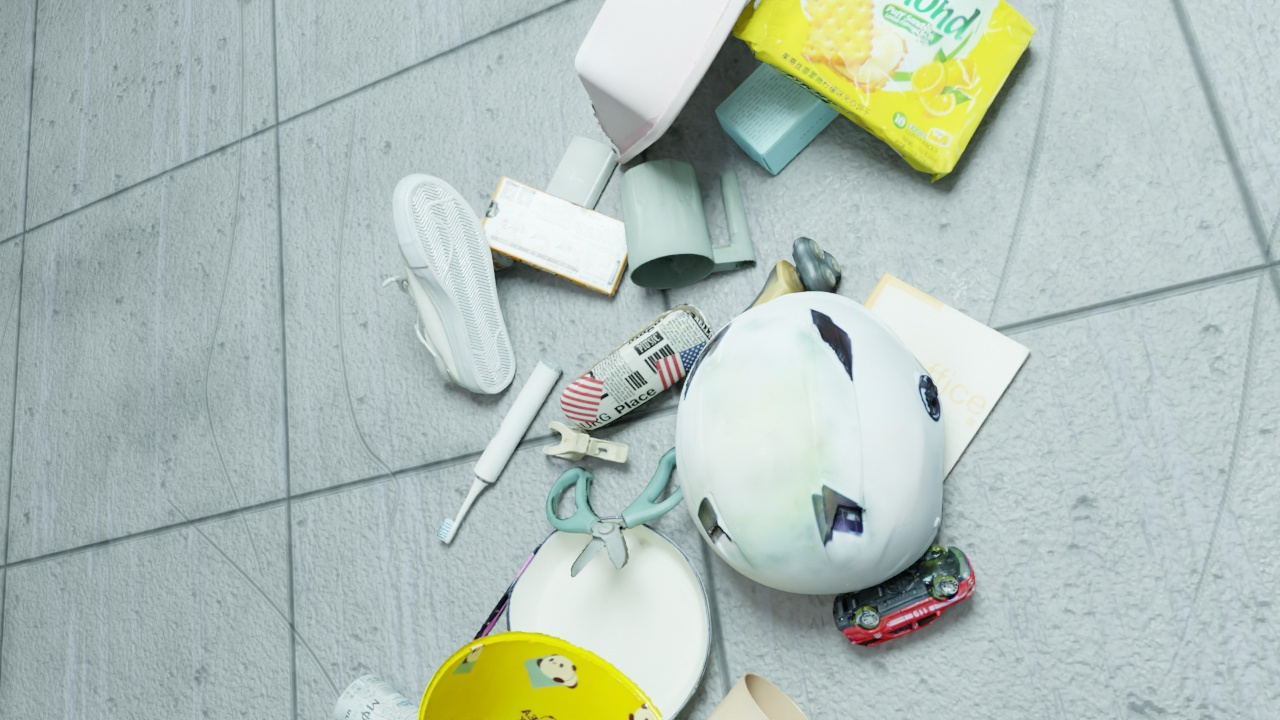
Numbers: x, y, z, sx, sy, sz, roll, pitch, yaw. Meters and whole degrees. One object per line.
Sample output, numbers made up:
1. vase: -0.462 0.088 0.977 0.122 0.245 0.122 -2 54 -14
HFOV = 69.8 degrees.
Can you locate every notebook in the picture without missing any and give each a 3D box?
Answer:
1. notebook: 0.221 0.042 0.810 0.146 0.010 0.206 35 94 27

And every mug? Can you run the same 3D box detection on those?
1. mug: 0.044 -0.135 0.901 0.124 0.084 0.103 -7 72 -5
2. mug: 0.101 0.341 0.766 0.124 0.084 0.103 39 97 0

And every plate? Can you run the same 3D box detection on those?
1. plate: -0.027 0.248 0.856 0.205 0.045 0.204 -6 75 24

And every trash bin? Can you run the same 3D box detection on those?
1. trash bin: -0.118 0.393 0.745 0.229 0.229 0.256 45 119 26

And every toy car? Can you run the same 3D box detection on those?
1. toy car: 0.218 0.195 0.754 0.121 0.052 0.045 -31 107 19

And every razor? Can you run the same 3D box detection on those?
1. razor: 0.118 -0.036 0.853 0.168 0.062 0.067 -50 34 12

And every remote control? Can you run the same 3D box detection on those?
1. remote control: -0.079 -0.167 0.987 0.058 0.021 0.150 28 90 27

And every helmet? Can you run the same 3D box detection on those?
1. helmet: 0.120 0.067 0.745 0.230 0.145 0.258 -9 85 30

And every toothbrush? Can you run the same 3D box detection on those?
1. toothbrush: -0.153 0.262 0.927 0.018 0.014 0.189 35 93 39
2. toothbrush: -0.148 0.096 0.956 0.026 0.026 0.221 32 93 5

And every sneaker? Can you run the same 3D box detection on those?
1. sneaker: -0.204 -0.077 0.936 0.091 0.242 0.089 10 38 36

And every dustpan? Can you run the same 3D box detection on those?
1. dustpan: 0.051 -0.282 0.840 0.139 0.273 0.222 29 95 16

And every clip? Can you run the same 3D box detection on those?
1. clip: -0.058 0.082 0.906 0.099 0.066 0.034 2 76 48

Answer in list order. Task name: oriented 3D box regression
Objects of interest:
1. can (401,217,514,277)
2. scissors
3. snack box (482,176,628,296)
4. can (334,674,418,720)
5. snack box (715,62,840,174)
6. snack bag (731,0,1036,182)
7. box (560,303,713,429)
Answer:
1. can: -0.199 -0.116 1.009 0.116 0.058 0.058 -15 72 21
2. scissors: -0.012 0.128 0.855 0.181 0.019 0.170 -28 28 -5
3. snack box: -0.086 -0.128 0.947 0.154 0.026 0.075 21 86 3
4. can: -0.235 0.374 0.912 0.147 0.058 0.058 25 89 27
5. snack box: 0.162 -0.269 0.886 0.175 0.051 0.074 -43 64 9
6. snack bag: 0.210 -0.279 0.799 0.246 0.068 0.158 30 92 -14
7. box: -0.006 0.007 0.879 0.163 0.087 0.076 -33 74 11
